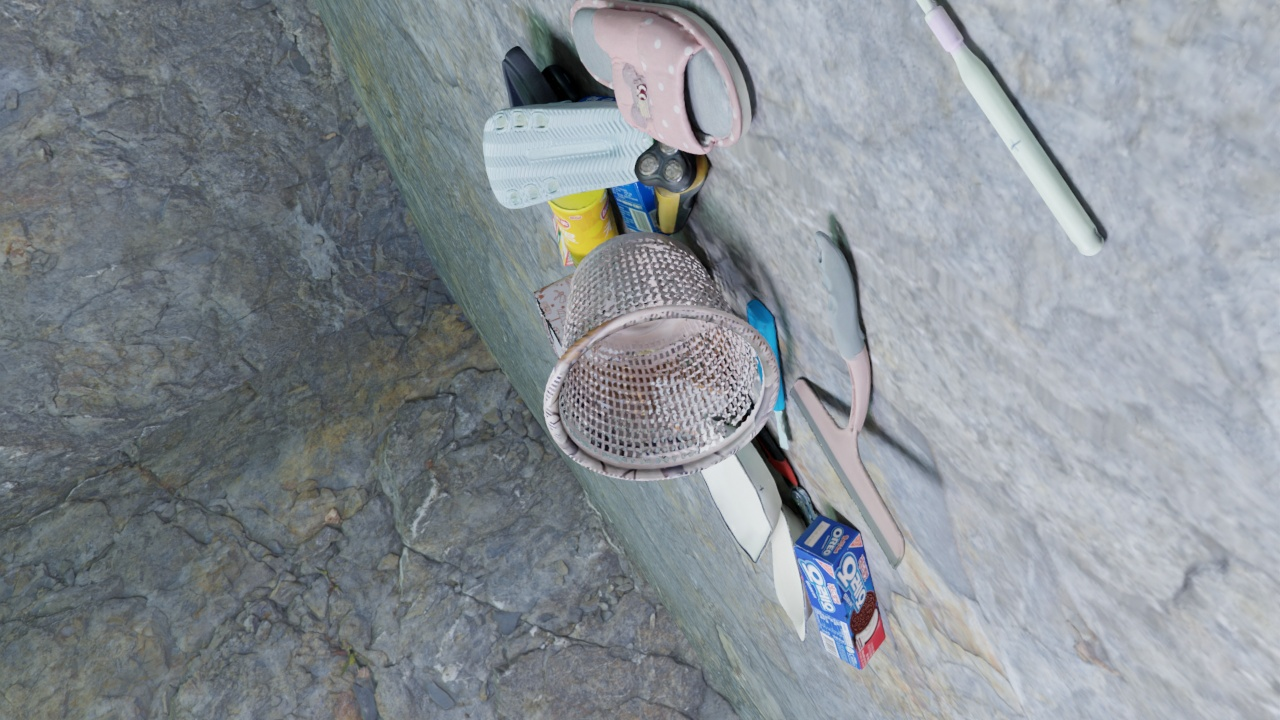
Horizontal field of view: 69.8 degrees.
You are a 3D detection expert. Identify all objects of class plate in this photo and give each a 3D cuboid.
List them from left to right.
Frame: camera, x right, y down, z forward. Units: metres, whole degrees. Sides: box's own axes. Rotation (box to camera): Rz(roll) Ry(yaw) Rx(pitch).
[{"bbox_3d":[0.126,0.161,1.152,0.162,0.034,0.266,59,169,23],"label":"plate"},{"bbox_3d":[0.192,0.250,1.150,0.163,0.034,0.164,-117,17,-80],"label":"plate"}]

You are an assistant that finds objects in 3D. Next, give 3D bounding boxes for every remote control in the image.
[{"bbox_3d":[-0.091,-0.312,1.045,0.053,0.024,0.136,54,177,-17],"label":"remote control"}]

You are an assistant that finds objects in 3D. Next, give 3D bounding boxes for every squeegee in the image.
[{"bbox_3d":[0.170,-0.001,0.759,0.247,0.040,0.250,-110,5,-54],"label":"squeegee"}]

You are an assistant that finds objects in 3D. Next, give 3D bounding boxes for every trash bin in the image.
[{"bbox_3d":[0.009,-0.020,0.939,0.191,0.227,0.228,-102,-5,-48],"label":"trash bin"}]

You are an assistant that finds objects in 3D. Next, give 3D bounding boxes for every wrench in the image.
[{"bbox_3d":[0.155,0.104,1.091,0.273,0.016,0.056,58,163,4],"label":"wrench"}]

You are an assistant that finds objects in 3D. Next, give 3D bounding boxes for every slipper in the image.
[{"bbox_3d":[-0.120,-0.258,1.105,0.110,0.083,0.268,53,176,29],"label":"slipper"},{"bbox_3d":[-0.072,-0.220,0.948,0.246,0.074,0.104,2,114,39],"label":"slipper"},{"bbox_3d":[0.000,-0.250,0.786,0.274,0.054,0.114,44,157,46],"label":"slipper"}]

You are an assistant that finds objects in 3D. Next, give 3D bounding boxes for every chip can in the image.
[{"bbox_3d":[-0.066,-0.169,1.113,0.072,0.072,0.213,56,175,15],"label":"chip can"}]

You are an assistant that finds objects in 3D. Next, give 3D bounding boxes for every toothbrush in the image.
[{"bbox_3d":[0.180,-0.133,0.476,0.020,0.029,0.189,-38,83,36],"label":"toothbrush"}]

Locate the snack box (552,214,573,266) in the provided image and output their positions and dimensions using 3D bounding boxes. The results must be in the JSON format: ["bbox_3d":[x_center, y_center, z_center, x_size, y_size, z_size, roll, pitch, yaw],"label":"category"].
[{"bbox_3d":[-0.100,-0.195,1.300,0.156,0.027,0.077,123,134,-75],"label":"snack box"}]

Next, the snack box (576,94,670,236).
[{"bbox_3d":[-0.016,-0.211,1.000,0.084,0.026,0.157,35,153,59],"label":"snack box"}]

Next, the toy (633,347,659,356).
[{"bbox_3d":[-0.028,-0.068,1.281,0.105,0.066,0.157,-30,103,35],"label":"toy"}]

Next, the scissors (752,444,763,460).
[{"bbox_3d":[0.113,0.105,1.250,0.196,0.015,0.206,52,165,29],"label":"scissors"}]

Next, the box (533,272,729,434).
[{"bbox_3d":[-0.015,0.013,1.137,0.274,0.124,0.179,35,163,18],"label":"box"}]

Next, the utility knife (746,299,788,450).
[{"bbox_3d":[0.139,0.025,0.968,0.034,0.018,0.216,44,159,44],"label":"utility knife"}]

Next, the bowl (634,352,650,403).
[{"bbox_3d":[-0.006,0.016,1.356,0.116,0.066,0.116,56,179,2],"label":"bowl"}]

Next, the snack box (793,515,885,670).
[{"bbox_3d":[0.232,0.271,1.062,0.057,0.058,0.208,21,143,44],"label":"snack box"}]

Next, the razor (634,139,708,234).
[{"bbox_3d":[0.028,-0.163,0.883,0.167,0.067,0.062,90,172,-78],"label":"razor"}]
